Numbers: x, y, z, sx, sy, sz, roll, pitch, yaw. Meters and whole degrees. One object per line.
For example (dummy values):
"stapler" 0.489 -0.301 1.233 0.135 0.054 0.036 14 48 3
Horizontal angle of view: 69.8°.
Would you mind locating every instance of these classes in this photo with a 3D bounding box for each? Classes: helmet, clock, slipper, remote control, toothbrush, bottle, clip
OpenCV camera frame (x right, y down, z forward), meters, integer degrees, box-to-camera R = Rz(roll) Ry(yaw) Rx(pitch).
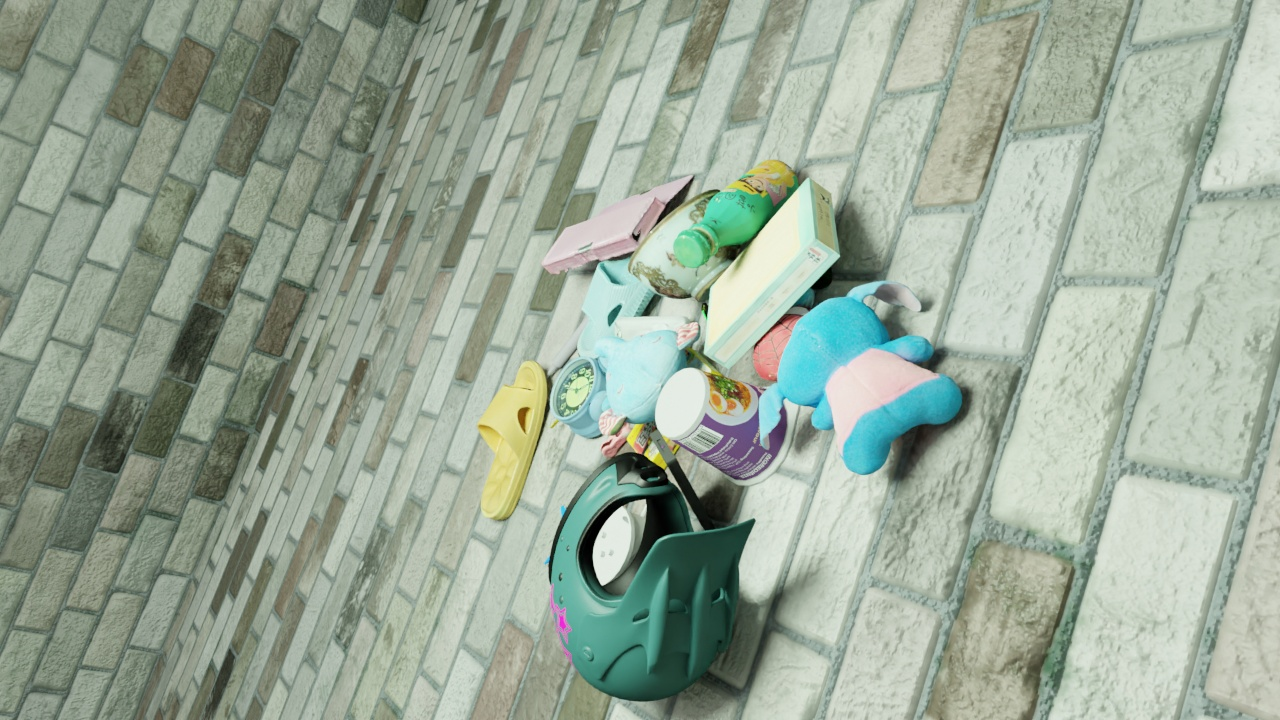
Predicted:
"helmet" 0.011 0.237 0.965 0.200 0.176 0.275 47 132 45
"clock" -0.065 0.046 1.326 0.162 0.060 0.117 -22 51 42
"slipper" -0.217 0.121 1.466 0.100 0.078 0.263 1 75 53
"remote control" 0.049 0.140 1.051 0.013 0.133 0.058 -30 39 -3
"slipper" -0.021 -0.112 1.349 0.277 0.069 0.116 -51 30 19
"toothbrush" -0.116 -0.019 1.471 0.188 0.018 0.019 -50 26 22
"clock" -0.042 0.251 1.161 0.159 0.061 0.119 -48 37 23
"bottle" 0.208 -0.143 1.089 0.033 0.033 0.122 -29 47 42
"clip" -0.030 0.111 1.272 0.045 0.023 0.059 16 77 58
"bottle" 0.114 -0.175 1.107 0.068 0.068 0.209 -18 18 48
"remote control" 0.013 -0.036 1.268 0.134 0.022 0.050 1 93 44

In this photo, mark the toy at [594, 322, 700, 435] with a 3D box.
"toy" -0.007 0.007 1.184 0.183 0.115 0.180 -51 26 0

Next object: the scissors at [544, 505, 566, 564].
"scissors" -0.098 0.249 1.284 0.127 0.013 0.125 -46 39 20

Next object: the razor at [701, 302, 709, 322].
"razor" 0.134 -0.087 1.167 0.144 0.021 0.044 -39 59 36

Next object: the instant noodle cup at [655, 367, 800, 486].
"instant noodle cup" 0.093 0.062 1.038 0.137 0.121 0.121 -50 36 22

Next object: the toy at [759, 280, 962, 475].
"toy" 0.208 0.026 0.924 0.224 0.099 0.191 -45 43 12

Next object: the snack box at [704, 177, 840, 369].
"snack box" 0.146 -0.100 1.054 0.194 0.044 0.141 -48 19 33

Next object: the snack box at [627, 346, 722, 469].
"snack box" 0.043 0.063 1.193 0.152 0.025 0.075 -58 34 11

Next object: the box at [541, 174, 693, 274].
"box" -0.041 -0.217 1.418 0.233 0.040 0.178 -10 37 50

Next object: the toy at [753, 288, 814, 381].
"toy" 0.169 -0.034 1.052 0.092 0.062 0.132 -31 36 34

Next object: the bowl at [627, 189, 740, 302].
"bowl" 0.073 -0.134 1.195 0.094 0.159 0.160 50 118 10
